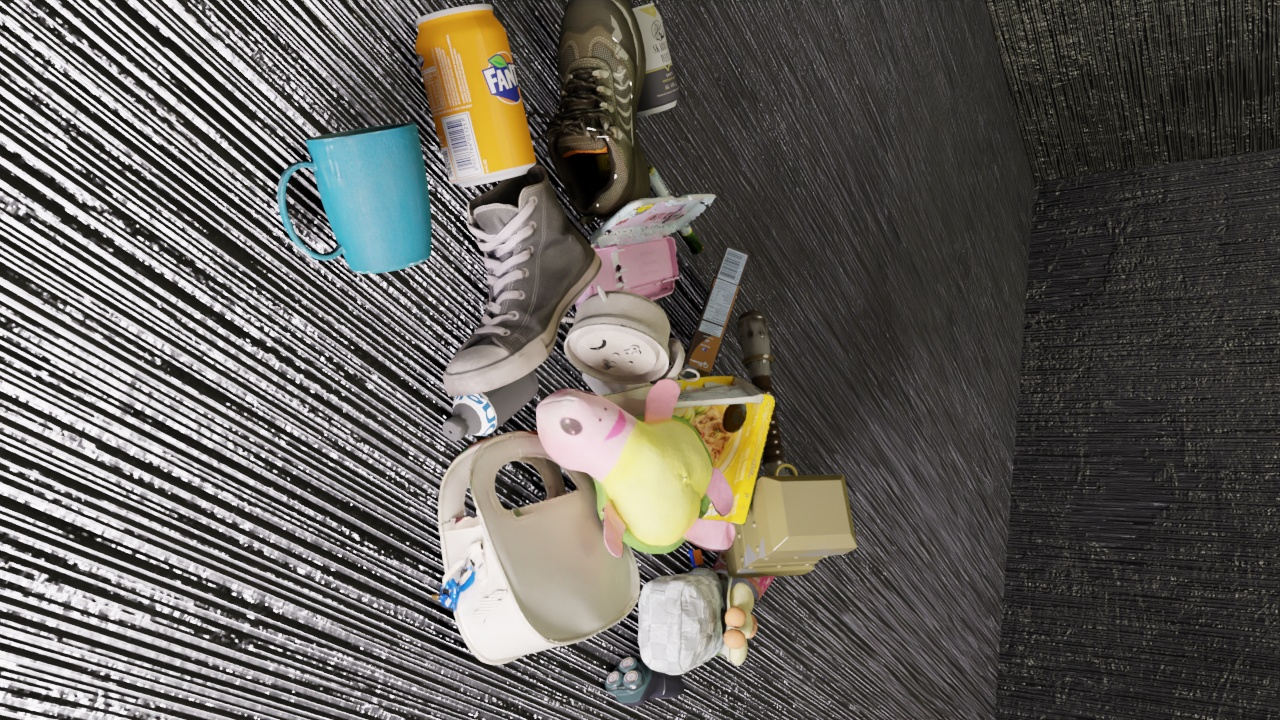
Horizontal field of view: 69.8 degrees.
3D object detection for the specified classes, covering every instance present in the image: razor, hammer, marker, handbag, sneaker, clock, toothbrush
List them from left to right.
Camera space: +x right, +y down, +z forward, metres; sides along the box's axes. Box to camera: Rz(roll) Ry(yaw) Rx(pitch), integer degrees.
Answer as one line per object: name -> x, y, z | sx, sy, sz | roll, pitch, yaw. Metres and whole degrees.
sneaker -> -0.121, -0.071, 0.815 | 0.234, 0.095, 0.120 | -57, 131, -38
handbag -> -0.105, 0.165, 0.845 | 0.200, 0.093, 0.199 | -2, 69, -57
sneaker -> -0.061, -0.245, 0.912 | 0.142, 0.101, 0.238 | -39, 126, -59
clock -> -0.003, -0.018, 0.922 | 0.156, 0.104, 0.061 | 28, 54, -26
razor -> 0.012, 0.366, 1.037 | 0.143, 0.047, 0.052 | 39, 46, -53
marker -> 0.041, -0.185, 1.140 | 0.146, 0.017, 0.017 | 52, 47, -42
handbag -> 0.069, 0.299, 1.048 | 0.171, 0.123, 0.112 | 24, 68, -66
toothbrush -> 0.097, 0.310, 1.192 | 0.016, 0.018, 0.183 | -87, 156, -58
hammer -> 0.159, 0.090, 1.136 | 0.100, 0.191, 0.324 | 0, 66, -14

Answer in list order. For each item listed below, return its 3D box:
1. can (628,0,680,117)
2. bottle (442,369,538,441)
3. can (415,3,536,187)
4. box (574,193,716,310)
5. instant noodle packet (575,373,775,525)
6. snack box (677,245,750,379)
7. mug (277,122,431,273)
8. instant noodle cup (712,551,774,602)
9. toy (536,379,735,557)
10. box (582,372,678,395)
can -> 0.000, -0.347, 1.043 | 0.064, 0.064, 0.127 | -42, 122, -50
bottle -> -0.136, 0.037, 0.824 | 0.112, 0.047, 0.047 | -42, 122, -50
can -> -0.144, -0.228, 0.799 | 0.078, 0.079, 0.142 | -33, 115, -53
box -> -0.002, -0.127, 1.011 | 0.201, 0.073, 0.150 | -22, 137, -60
instant noodle packet -> 0.027, 0.107, 0.991 | 0.221, 0.084, 0.163 | -4, 114, -36
snack box -> 0.085, -0.039, 1.133 | 0.101, 0.031, 0.185 | 107, 3, -58
mug -> -0.215, -0.119, 0.696 | 0.112, 0.084, 0.104 | -19, 112, -27
instant noodle cup -> 0.148, 0.257, 1.214 | 0.108, 0.098, 0.098 | -53, 131, -34
toy -> 0.002, 0.108, 0.890 | 0.238, 0.088, 0.189 | 33, 61, -23
box -> 0.002, 0.006, 1.015 | 0.107, 0.076, 0.102 | 53, 47, -44
